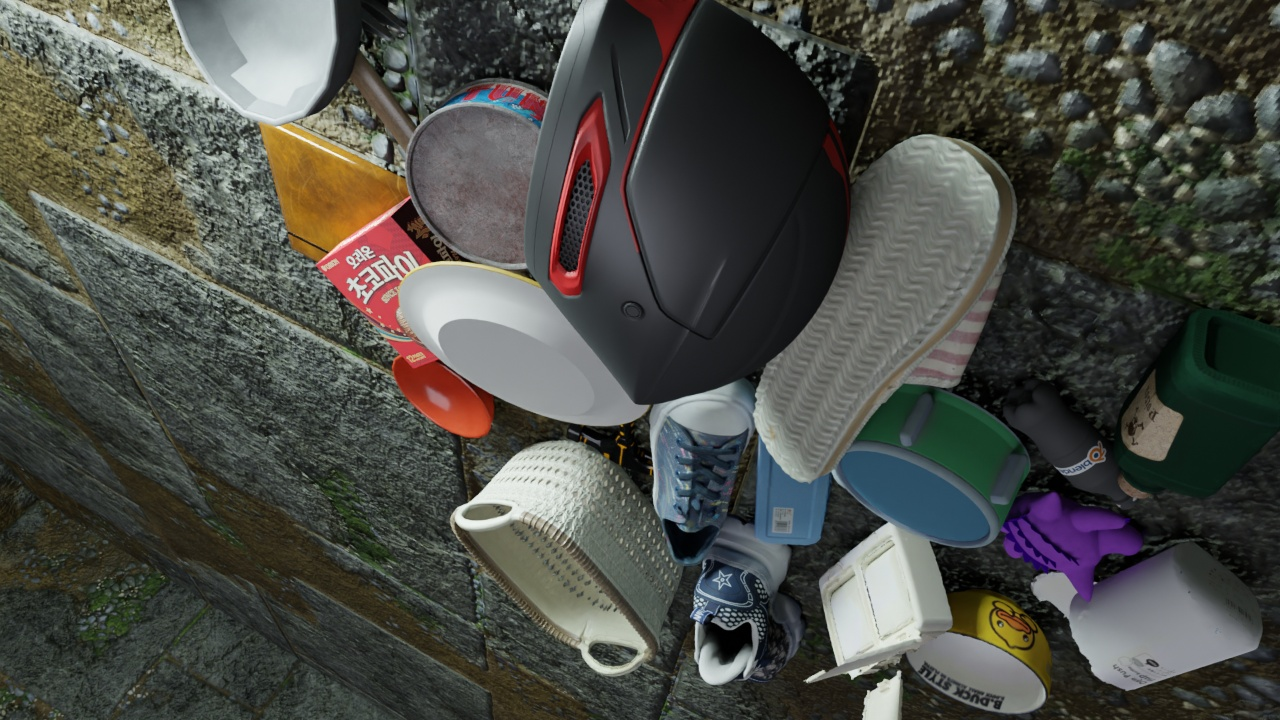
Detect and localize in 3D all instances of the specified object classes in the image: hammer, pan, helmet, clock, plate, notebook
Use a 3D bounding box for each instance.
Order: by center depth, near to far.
[{"bbox_3d":[0.033,-0.080,0.532,0.170,0.163,0.265,20,135,2],"label":"helmet"},{"bbox_3d":[-0.189,-0.275,0.576,0.358,0.041,0.178,-16,102,39],"label":"pan"},{"bbox_3d":[0.202,0.078,0.667,0.122,0.075,0.162,33,158,4],"label":"clock"},{"bbox_3d":[-0.154,-0.133,0.720,0.120,0.030,0.331,-14,119,42],"label":"hammer"},{"bbox_3d":[-0.099,-0.001,0.764,0.230,0.021,0.230,18,152,10],"label":"plate"},{"bbox_3d":[-0.005,0.005,0.779,0.123,0.036,0.321,22,145,11],"label":"hammer"},{"bbox_3d":[-0.231,-0.106,0.845,0.249,0.014,0.179,26,144,12],"label":"notebook"}]

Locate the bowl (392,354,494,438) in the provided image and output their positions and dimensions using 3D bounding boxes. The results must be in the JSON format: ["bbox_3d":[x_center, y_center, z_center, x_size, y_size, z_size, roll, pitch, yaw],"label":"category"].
[{"bbox_3d":[-0.199,0.027,0.960,0.122,0.035,0.122,22,143,17],"label":"bowl"}]

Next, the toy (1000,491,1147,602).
[{"bbox_3d":[0.296,0.126,0.654,0.088,0.055,0.106,37,145,-7],"label":"toy"}]

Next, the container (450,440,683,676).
[{"bbox_3d":[-0.067,0.200,0.963,0.185,0.142,0.246,-6,129,43],"label":"container"}]

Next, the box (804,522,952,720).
[{"bbox_3d":[0.183,0.230,0.761,0.095,0.185,0.146,20,140,-5],"label":"box"}]

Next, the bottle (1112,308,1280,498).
[{"bbox_3d":[0.315,0.038,0.529,0.061,0.061,0.131,22,143,14],"label":"bottle"}]

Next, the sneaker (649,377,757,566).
[{"bbox_3d":[0.046,0.099,0.789,0.087,0.079,0.236,7,142,0],"label":"sneaker"}]

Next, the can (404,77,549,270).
[{"bbox_3d":[-0.098,-0.130,0.654,0.130,0.044,0.130,9,131,11],"label":"can"}]

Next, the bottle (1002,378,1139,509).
[{"bbox_3d":[0.284,0.057,0.599,0.110,0.036,0.036,42,145,-10],"label":"bottle"}]

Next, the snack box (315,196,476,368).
[{"bbox_3d":[-0.202,-0.066,0.824,0.152,0.035,0.132,-15,121,47],"label":"snack box"}]

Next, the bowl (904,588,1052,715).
[{"bbox_3d":[0.291,0.238,0.781,0.117,0.067,0.117,22,143,17],"label":"bowl"}]

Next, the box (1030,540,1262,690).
[{"bbox_3d":[0.356,0.185,0.667,0.084,0.111,0.163,35,132,-8],"label":"box"}]

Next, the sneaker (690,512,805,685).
[{"bbox_3d":[0.096,0.277,0.931,0.103,0.132,0.270,14,141,24],"label":"sneaker"}]

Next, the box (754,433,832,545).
[{"bbox_3d":[0.132,0.086,0.777,0.066,0.049,0.210,4,141,9],"label":"box"}]

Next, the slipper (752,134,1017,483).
[{"bbox_3d":[0.149,-0.021,0.576,0.115,0.052,0.264,57,142,30],"label":"slipper"}]
